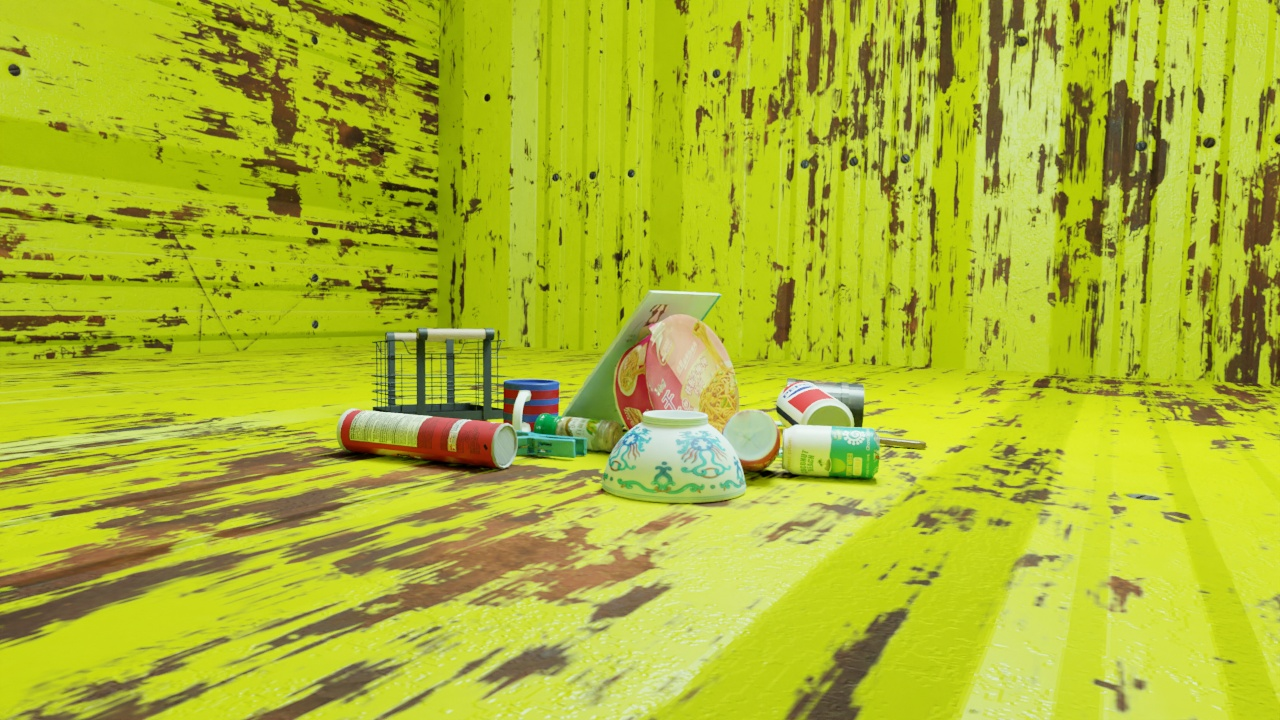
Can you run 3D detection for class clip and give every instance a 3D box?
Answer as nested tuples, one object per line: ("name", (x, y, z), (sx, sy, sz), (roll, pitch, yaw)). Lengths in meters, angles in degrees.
("clip", (-0.126, 0.100, 1.121), (0.130, 0.031, 0.121), (1, -1, -1))

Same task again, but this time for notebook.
("notebook", (-0.007, 0.007, 1.222), (0.009, 0.254, 0.180), (46, 25, 22))

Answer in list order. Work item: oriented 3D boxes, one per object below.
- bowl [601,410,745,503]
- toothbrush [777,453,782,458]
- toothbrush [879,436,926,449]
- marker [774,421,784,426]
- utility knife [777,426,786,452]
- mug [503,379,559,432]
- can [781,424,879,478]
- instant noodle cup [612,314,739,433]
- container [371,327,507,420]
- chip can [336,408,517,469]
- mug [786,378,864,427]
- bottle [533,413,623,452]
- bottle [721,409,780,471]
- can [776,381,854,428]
("bowl", (0.034, 0.090, 0.915), (0.144, 0.074, 0.144), (1, 4, 0))
("toothbrush", (0.138, 0.110, 1.095), (0.135, 0.017, 0.022), (1, -5, -8))
("toothbrush", (0.301, 0.106, 1.242), (0.167, 0.016, 0.016), (5, 5, 25))
("marker", (0.197, 0.096, 1.381), (0.142, 0.013, 0.013), (2, 4, -2))
("utility knife", (0.187, 0.104, 1.212), (0.030, 0.017, 0.164), (-3, 2, 8))
("mug", (-0.149, 0.067, 1.215), (0.075, 0.076, 0.112), (2, 4, 7))
("can", (0.206, 0.099, 0.995), (0.102, 0.055, 0.055), (2, 4, 11))
("instant noodle cup", (0.039, 0.038, 1.140), (0.078, 0.178, 0.178), (-16, -9, 39))
("container", (-0.306, 0.020, 1.377), (0.162, 0.130, 0.242), (-1, 0, -26))
("chip can", (-0.244, 0.088, 1.042), (0.215, 0.052, 0.051), (3, 4, 24))
("mug", (0.266, 0.073, 1.340), (0.107, 0.080, 0.116), (3, -15, 9))
("bottle", (-0.078, 0.091, 1.143), (0.111, 0.043, 0.043), (4, 5, 25))
("bottle", (0.124, 0.092, 1.012), (0.062, 0.062, 0.137), (2, -10, 9))
("can", (0.226, 0.072, 1.203), (0.070, 0.070, 0.132), (1, 10, -7))
